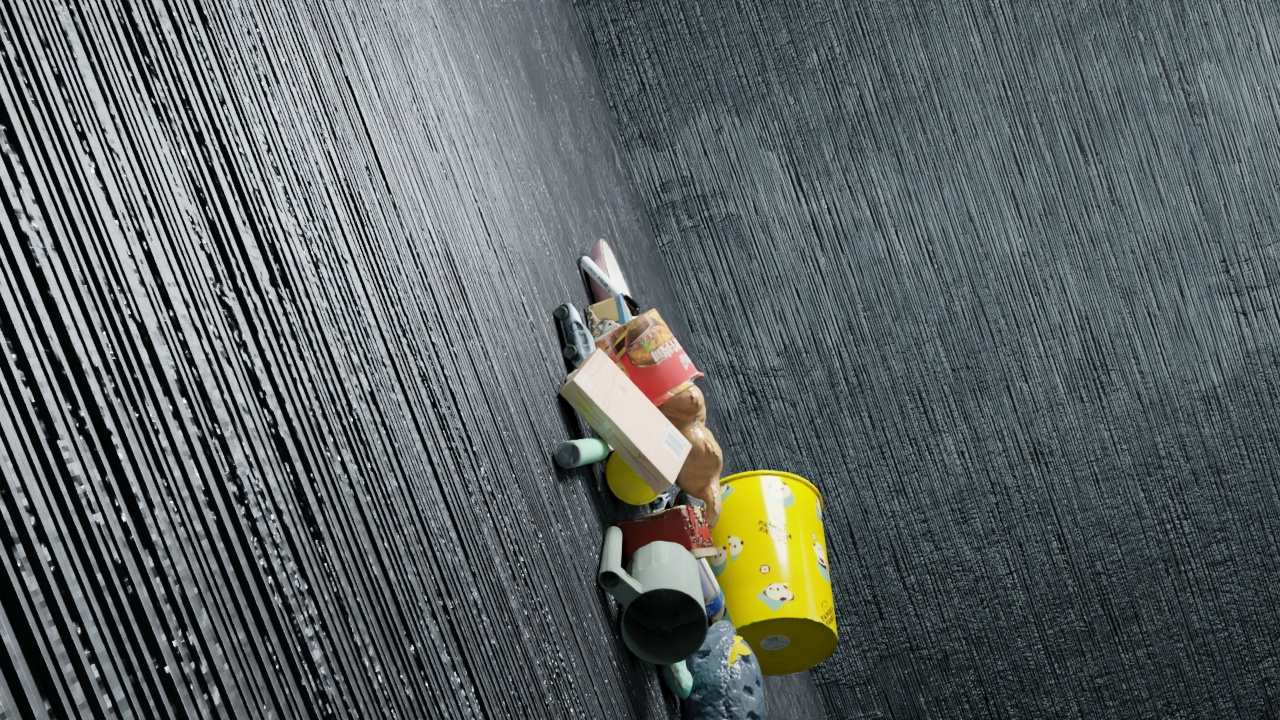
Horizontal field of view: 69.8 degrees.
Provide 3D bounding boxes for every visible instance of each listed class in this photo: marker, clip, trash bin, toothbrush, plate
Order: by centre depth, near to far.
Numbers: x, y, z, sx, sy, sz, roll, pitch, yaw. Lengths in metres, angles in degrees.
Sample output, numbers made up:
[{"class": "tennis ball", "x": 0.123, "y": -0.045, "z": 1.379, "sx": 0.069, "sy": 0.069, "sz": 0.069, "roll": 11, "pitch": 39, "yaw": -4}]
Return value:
[{"class": "toothbrush", "x": -0.051, "y": 0.094, "z": 0.966, "sx": 0.224, "sy": 0.027, "sz": 0.026, "roll": 18, "pitch": 50, "yaw": -80}, {"class": "clip", "x": 0.027, "y": 0.199, "z": 1.291, "sx": 0.057, "sy": 0.025, "sz": 0.029, "roll": 0, "pitch": 67, "yaw": -78}, {"class": "marker", "x": -0.046, "y": -0.112, "z": 1.362, "sx": 0.130, "sy": 0.023, "sz": 0.018, "roll": 46, "pitch": 14, "yaw": 22}, {"class": "plate", "x": -0.044, "y": -0.098, "z": 1.470, "sx": 0.192, "sy": 0.039, "sz": 0.192, "roll": -18, "pitch": 89, "yaw": -83}, {"class": "trash bin", "x": 0.202, "y": 0.348, "z": 1.478, "sx": 0.254, "sy": 0.230, "sz": 0.230, "roll": -93, "pitch": 163, "yaw": -45}]

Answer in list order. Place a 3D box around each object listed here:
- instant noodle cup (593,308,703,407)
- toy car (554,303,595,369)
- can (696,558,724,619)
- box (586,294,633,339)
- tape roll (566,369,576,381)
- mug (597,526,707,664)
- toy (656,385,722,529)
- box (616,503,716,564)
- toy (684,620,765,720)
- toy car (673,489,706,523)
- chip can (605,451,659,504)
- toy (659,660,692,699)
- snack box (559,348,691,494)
[{"class": "instant noodle cup", "x": -0.007, "y": 0.007, "z": 1.158, "sx": 0.108, "sy": 0.138, "sz": 0.137, "roll": 61, "pitch": 8, "yaw": -2}, {"class": "toy car", "x": -0.076, "y": -0.027, "z": 1.082, "sx": 0.043, "sy": 0.034, "sz": 0.090, "roll": 50, "pitch": 20, "yaw": -60}, {"class": "can", "x": 0.070, "y": 0.292, "z": 1.241, "sx": 0.053, "sy": 0.053, "sz": 0.135, "roll": -100, "pitch": 168, "yaw": -51}, {"class": "box", "x": -0.021, "y": -0.007, "z": 1.333, "sx": 0.184, "sy": 0.059, "sz": 0.089, "roll": 59, "pitch": 14, "yaw": -49}, {"class": "tape roll", "x": -0.053, "y": 0.048, "z": 1.039, "sx": 0.086, "sy": 0.014, "sz": 0.085, "roll": 53, "pitch": 13, "yaw": -18}, {"class": "mug", "x": 0.009, "y": 0.225, "z": 0.915, "sx": 0.124, "sy": 0.084, "sz": 0.103, "roll": 44, "pitch": 12, "yaw": -10}, {"class": "toy", "x": 0.076, "y": 0.144, "z": 1.393, "sx": 0.144, "sy": 0.082, "sz": 0.226, "roll": 140, "pitch": -66, "yaw": -70}, {"class": "box", "x": 0.033, "y": 0.198, "z": 1.061, "sx": 0.168, "sy": 0.091, "sz": 0.076, "roll": 42, "pitch": 33, "yaw": -75}, {"class": "toy", "x": 0.097, "y": 0.392, "z": 1.049, "sx": 0.355, "sy": 0.091, "sz": 0.138, "roll": -87, "pitch": 168, "yaw": -66}, {"class": "toy car", "x": 0.074, "y": 0.241, "z": 1.406, "sx": 0.053, "sy": 0.045, "sz": 0.120, "roll": 31, "pitch": 15, "yaw": -8}, {"class": "chip can", "x": 0.007, "y": 0.125, "z": 1.144, "sx": 0.210, "sy": 0.071, "sz": 0.071, "roll": -18, "pitch": 88, "yaw": -83}, {"class": "toy", "x": 0.030, "y": 0.318, "z": 0.980, "sx": 0.096, "sy": 0.030, "sz": 0.092, "roll": 20, "pitch": 47, "yaw": -85}, {"class": "snack box", "x": -0.014, "y": 0.065, "z": 1.005, "sx": 0.157, "sy": 0.026, "sz": 0.084, "roll": 46, "pitch": 31, "yaw": -7}]
